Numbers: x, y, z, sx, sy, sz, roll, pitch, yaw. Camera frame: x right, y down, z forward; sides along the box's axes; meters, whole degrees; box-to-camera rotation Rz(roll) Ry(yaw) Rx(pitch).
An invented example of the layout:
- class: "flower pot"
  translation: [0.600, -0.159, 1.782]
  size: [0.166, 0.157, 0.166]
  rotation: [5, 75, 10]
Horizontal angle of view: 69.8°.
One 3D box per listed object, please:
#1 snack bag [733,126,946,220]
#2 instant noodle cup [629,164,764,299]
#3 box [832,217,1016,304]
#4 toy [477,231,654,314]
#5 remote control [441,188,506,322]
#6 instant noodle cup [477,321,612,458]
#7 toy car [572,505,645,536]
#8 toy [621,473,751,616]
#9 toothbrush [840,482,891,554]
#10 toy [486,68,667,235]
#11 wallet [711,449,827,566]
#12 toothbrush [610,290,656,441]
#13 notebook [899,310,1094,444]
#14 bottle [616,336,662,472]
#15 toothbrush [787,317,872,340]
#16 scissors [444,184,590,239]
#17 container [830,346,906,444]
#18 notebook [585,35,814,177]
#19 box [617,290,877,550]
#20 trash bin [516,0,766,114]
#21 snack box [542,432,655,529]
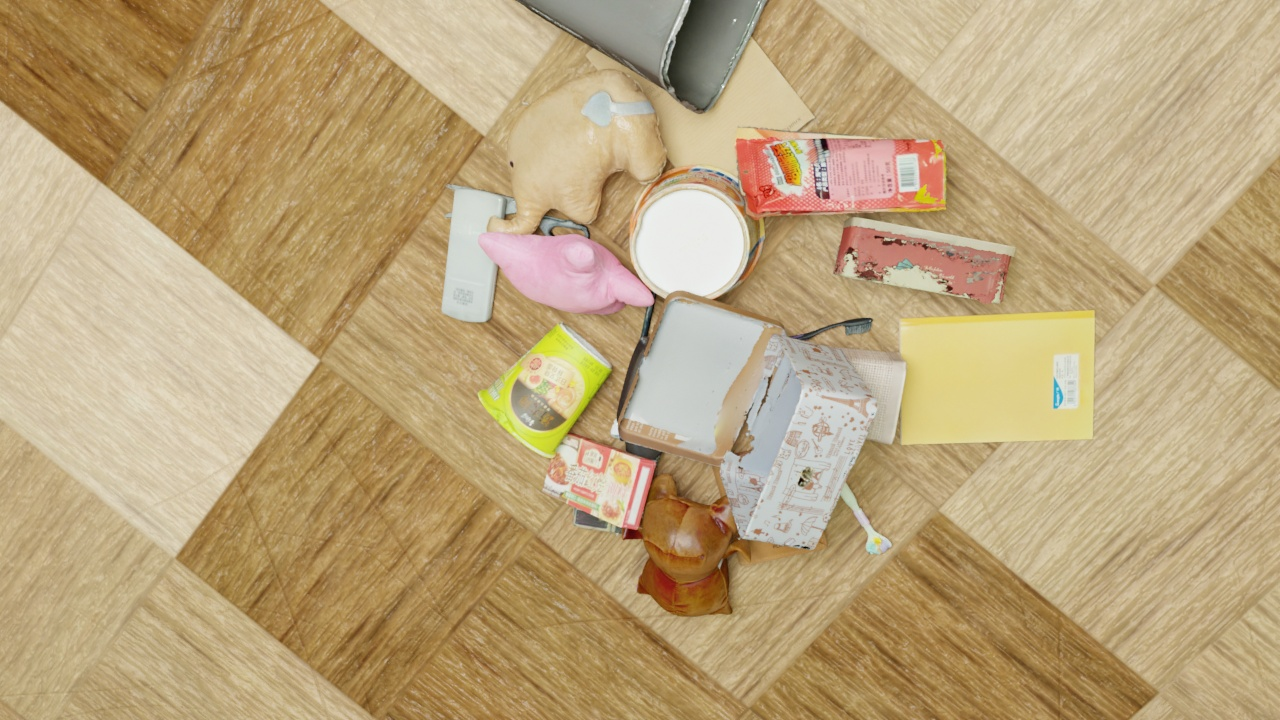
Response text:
- class: "snack bag"
  translation: [0.204, -0.193, 0.946]
  size: [0.208, 0.128, 0.073]
  rotation: [0, 144, 0]
- class: "instant noodle cup"
  translation: [0.055, -0.128, 0.966]
  size: [0.151, 0.111, 0.151]
  rotation: [2, 104, 7]
- class: "box"
  translation: [0.292, -0.096, 0.960]
  size: [0.168, 0.091, 0.077]
  rotation: [11, 97, 4]
- class: "toy"
  translation: [-0.078, -0.089, 0.984]
  size: [0.195, 0.178, 0.074]
  rotation: [10, 76, 38]
- class: "remote control"
  translation: [-0.189, -0.118, 1.041]
  size: [0.058, 0.021, 0.150]
  rotation: [13, 106, 8]
- class: "instant noodle cup"
  translation: [-0.099, 0.027, 1.023]
  size: [0.111, 0.111, 0.123]
  rotation: [41, 94, -2]
- class: "toy car"
  translation: [-0.035, 0.184, 1.075]
  size: [0.090, 0.035, 0.042]
  rotation: [8, 102, 3]
- class: "toy"
  translation: [0.053, 0.213, 1.022]
  size: [0.140, 0.130, 0.200]
  rotation: [15, 133, 21]
- class: "toothbrush"
  translation: [0.227, 0.145, 1.024]
  size: [0.029, 0.020, 0.189]
  rotation: [-27, 111, 21]
- class: "toy"
  translation: [-0.082, -0.213, 0.973]
  size: [0.226, 0.082, 0.143]
  rotation: [-29, 87, 24]
- class: "wallet"
  translation: [0.149, 0.164, 1.054]
  size: [0.108, 0.031, 0.132]
  rotation: [-14, 99, 10]
- class: "toothbrush"
  translation: [-0.006, 0.006, 1.050]
  size: [0.018, 0.015, 0.181]
  rotation: [17, 102, 12]
- class: "notebook"
  translation: [0.391, 0.021, 1.011]
  size: [0.206, 0.010, 0.146]
  rotation: [-3, 99, 7]
- class: "bottle"
  translation: [0.010, 0.073, 1.042]
  size: [0.080, 0.044, 0.195]
  rotation: [11, 103, -14]
- class: "toothbrush"
  translation: [0.166, -0.021, 1.028]
  size: [0.189, 0.014, 0.017]
  rotation: [-13, 109, 9]
- class: "scissors"
  translation: [-0.131, -0.177, 1.035]
  size: [0.166, 0.014, 0.163]
  rotation: [-43, 90, 13]
- class: "container"
  translation: [0.221, 0.031, 0.994]
  size: [0.111, 0.090, 0.090]
  rotation: [9, 101, 8]
- class: "notebook"
  translation: [0.063, -0.296, 0.992]
  size: [0.150, 0.012, 0.211]
  rotation: [-38, 94, 13]
- class: "box"
  translation: [0.098, 0.061, 0.897]
  size: [0.205, 0.157, 0.181]
  rotation: [17, 115, -9]
- class: "trash bin"
  translation: [-0.005, -0.380, 0.889]
  size: [0.220, 0.198, 0.199]
  rotation: [28, 101, 14]
- class: "snack box"
  translation: [-0.049, 0.130, 1.014]
  size: [0.025, 0.153, 0.075]
  rotation: [17, 87, -40]
